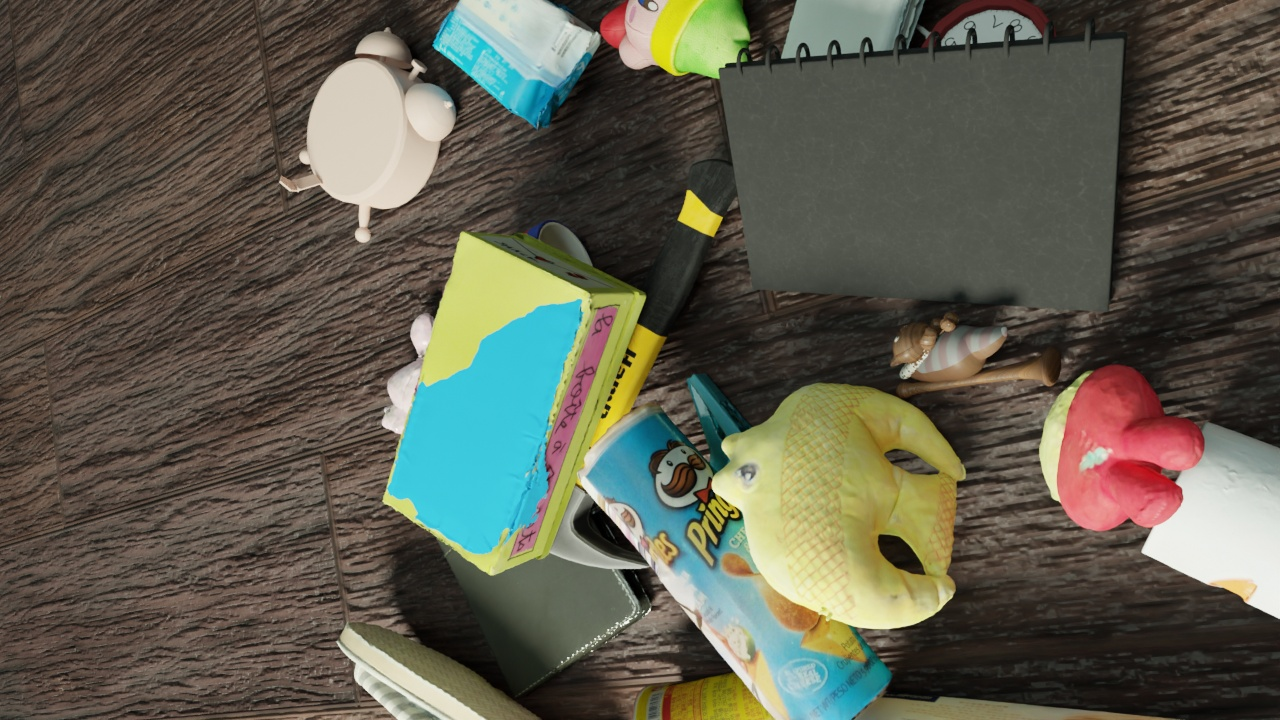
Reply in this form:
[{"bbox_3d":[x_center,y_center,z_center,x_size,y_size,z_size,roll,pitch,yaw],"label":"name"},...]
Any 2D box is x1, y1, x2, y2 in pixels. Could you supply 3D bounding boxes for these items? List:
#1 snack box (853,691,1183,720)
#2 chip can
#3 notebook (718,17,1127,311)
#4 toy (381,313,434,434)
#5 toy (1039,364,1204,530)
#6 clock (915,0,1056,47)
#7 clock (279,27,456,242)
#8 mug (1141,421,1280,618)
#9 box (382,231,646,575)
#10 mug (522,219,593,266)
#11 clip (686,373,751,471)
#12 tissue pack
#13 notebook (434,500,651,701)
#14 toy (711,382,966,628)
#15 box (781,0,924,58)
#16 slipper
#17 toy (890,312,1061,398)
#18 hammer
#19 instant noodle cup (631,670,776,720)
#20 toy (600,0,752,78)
[{"bbox_3d":[0.225,0.238,0.520,0.208,0.104,0.057,-7,85,31],"label":"snack box"},{"bbox_3d":[0.055,0.135,0.592,0.229,0.079,0.080,48,112,19],"label":"chip can"},{"bbox_3d":[0.165,-0.115,0.567,0.232,0.019,0.169,7,125,31],"label":"notebook"},{"bbox_3d":[-0.189,0.015,0.816,0.063,0.047,0.110,25,92,22],"label":"toy"},{"bbox_3d":[0.256,0.048,0.498,0.045,0.135,0.091,7,92,1],"label":"toy"},{"bbox_3d":[0.221,-0.169,0.569,0.087,0.044,0.124,-23,76,29],"label":"clock"},{"bbox_3d":[-0.253,-0.211,0.843,0.161,0.086,0.131,-46,67,16],"label":"clock"},{"bbox_3d":[0.330,0.089,0.473,0.105,0.082,0.082,26,102,30],"label":"mug"},{"bbox_3d":[-0.095,0.029,0.662,0.124,0.079,0.221,26,108,26],"label":"box"},{"bbox_3d":[-0.078,-0.047,0.741,0.076,0.074,0.112,-23,104,29],"label":"mug"},{"bbox_3d":[0.081,0.069,0.660,0.119,0.033,0.120,3,91,35],"label":"clip"},{"bbox_3d":[-0.103,-0.265,0.760,0.144,0.061,0.093,42,108,22],"label":"tissue pack"},{"bbox_3d":[-0.097,0.153,0.766,0.170,0.029,0.209,-41,72,26],"label":"notebook"},{"bbox_3d":[0.122,0.083,0.566,0.155,0.170,0.065,16,142,7],"label":"toy"},{"bbox_3d":[0.144,-0.249,0.596,0.118,0.063,0.214,39,112,58],"label":"box"},{"bbox_3d":[-0.142,0.291,0.747,0.273,0.114,0.054,21,75,27],"label":"slipper"},{"bbox_3d":[0.204,-0.004,0.578,0.102,0.041,0.055,-13,104,39],"label":"toy"},{"bbox_3d":[-0.004,0.004,0.682,0.170,0.034,0.325,31,103,25],"label":"hammer"},{"bbox_3d":[0.066,0.257,0.629,0.113,0.100,0.100,-26,75,20],"label":"instant noodle cup"},{"bbox_3d":[0.049,-0.248,0.669,0.124,0.096,0.131,-49,47,14],"label":"toy"}]
